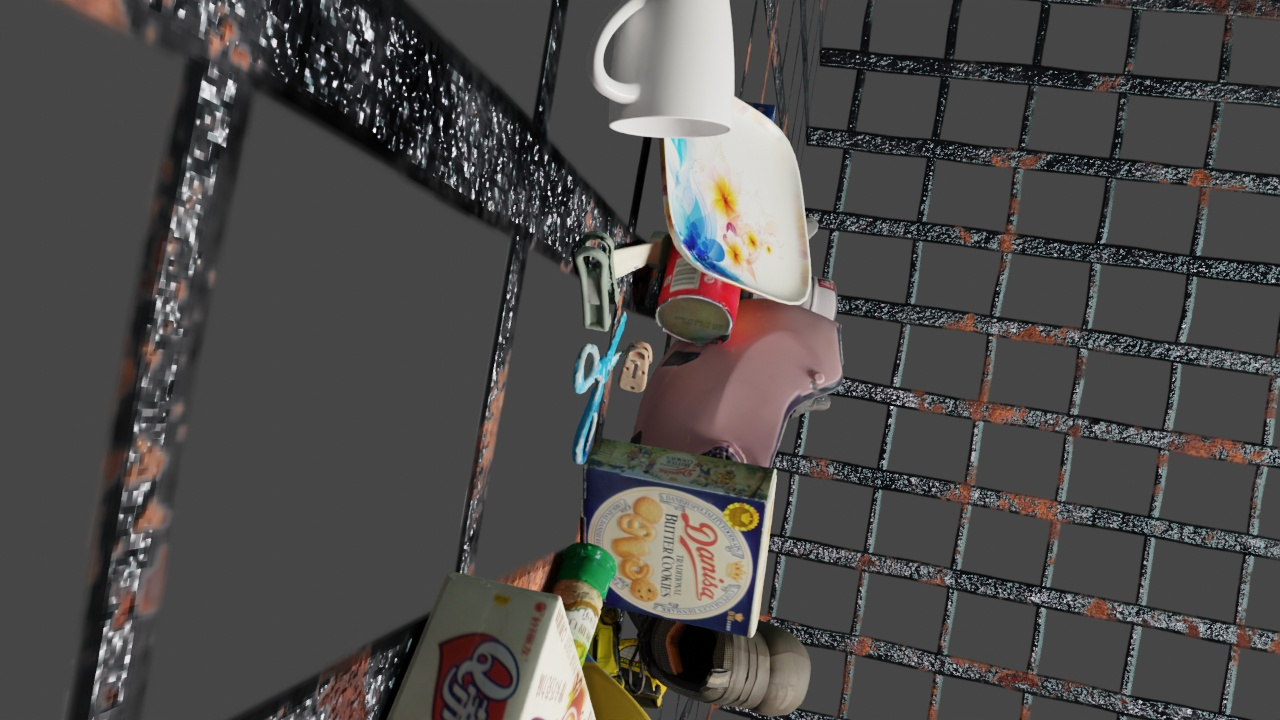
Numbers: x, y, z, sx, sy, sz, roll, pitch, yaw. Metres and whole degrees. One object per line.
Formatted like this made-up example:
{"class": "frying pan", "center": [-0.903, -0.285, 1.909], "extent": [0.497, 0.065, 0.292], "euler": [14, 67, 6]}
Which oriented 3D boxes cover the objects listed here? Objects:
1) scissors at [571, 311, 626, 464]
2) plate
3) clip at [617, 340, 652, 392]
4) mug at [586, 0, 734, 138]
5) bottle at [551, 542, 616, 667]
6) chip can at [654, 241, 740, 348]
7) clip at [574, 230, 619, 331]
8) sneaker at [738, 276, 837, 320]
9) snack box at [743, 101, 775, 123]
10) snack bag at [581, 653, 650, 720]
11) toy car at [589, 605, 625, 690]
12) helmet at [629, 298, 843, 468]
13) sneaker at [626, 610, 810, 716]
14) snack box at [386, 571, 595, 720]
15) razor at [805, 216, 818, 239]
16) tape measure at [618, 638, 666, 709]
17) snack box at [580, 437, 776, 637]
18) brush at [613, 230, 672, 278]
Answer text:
{"class": "scissors", "center": [-0.031, 0.021, 0.691], "extent": [0.140, 0.013, 0.114], "euler": [-53, 150, -71]}
{"class": "plate", "center": [0.080, -0.143, 0.782], "extent": [0.186, 0.016, 0.186], "euler": [15, 64, -42]}
{"class": "clip", "center": [-0.005, 0.006, 0.753], "extent": [0.060, 0.024, 0.039], "euler": [90, 13, -78]}
{"class": "mug", "center": [0.010, -0.194, 0.581], "extent": [0.114, 0.081, 0.087], "euler": [-3, 97, -47]}
{"class": "bottle", "center": [-0.051, 0.182, 0.642], "extent": [0.043, 0.043, 0.110], "euler": [88, 17, -44]}
{"class": "chip can", "center": [0.067, -0.124, 0.830], "extent": [0.073, 0.073, 0.232], "euler": [83, 17, -55]}
{"class": "clip", "center": [-0.030, -0.048, 0.607], "extent": [0.078, 0.023, 0.049], "euler": [78, 23, -66]}
{"class": "sneaker", "center": [0.094, -0.013, 1.017], "extent": [0.264, 0.128, 0.096], "euler": [-51, -163, 37]}
{"class": "snack box", "center": [0.101, -0.163, 1.034], "extent": [0.203, 0.069, 0.154], "euler": [86, 18, -49]}
{"class": "snack bag", "center": [-0.041, 0.339, 0.712], "extent": [0.205, 0.102, 0.159], "euler": [-121, -144, -73]}
{"class": "toy car", "center": [-0.030, 0.261, 0.816], "extent": [0.049, 0.030, 0.106], "euler": [85, 1, -56]}
{"class": "helmet", "center": [0.080, 0.050, 0.871], "extent": [0.256, 0.152, 0.229], "euler": [-60, 174, 20]}
{"class": "sneaker", "center": [0.023, 0.249, 0.831], "extent": [0.142, 0.238, 0.101], "euler": [14, 92, -35]}
{"class": "snack box", "center": [-0.074, 0.219, 0.503], "extent": [0.231, 0.062, 0.109], "euler": [86, 18, -51]}
{"class": "razor", "center": [0.097, -0.098, 0.880], "extent": [0.060, 0.156, 0.057], "euler": [54, 22, -7]}
{"class": "tape measure", "center": [-0.003, 0.312, 0.916], "extent": [0.064, 0.066, 0.037], "euler": [-67, 159, -52]}
{"class": "snack box", "center": [0.027, 0.140, 0.725], "extent": [0.042, 0.145, 0.145], "euler": [-62, 157, -56]}
{"class": "brush", "center": [0.000, -0.085, 0.749], "extent": [0.217, 0.012, 0.033], "euler": [-38, 137, -72]}
